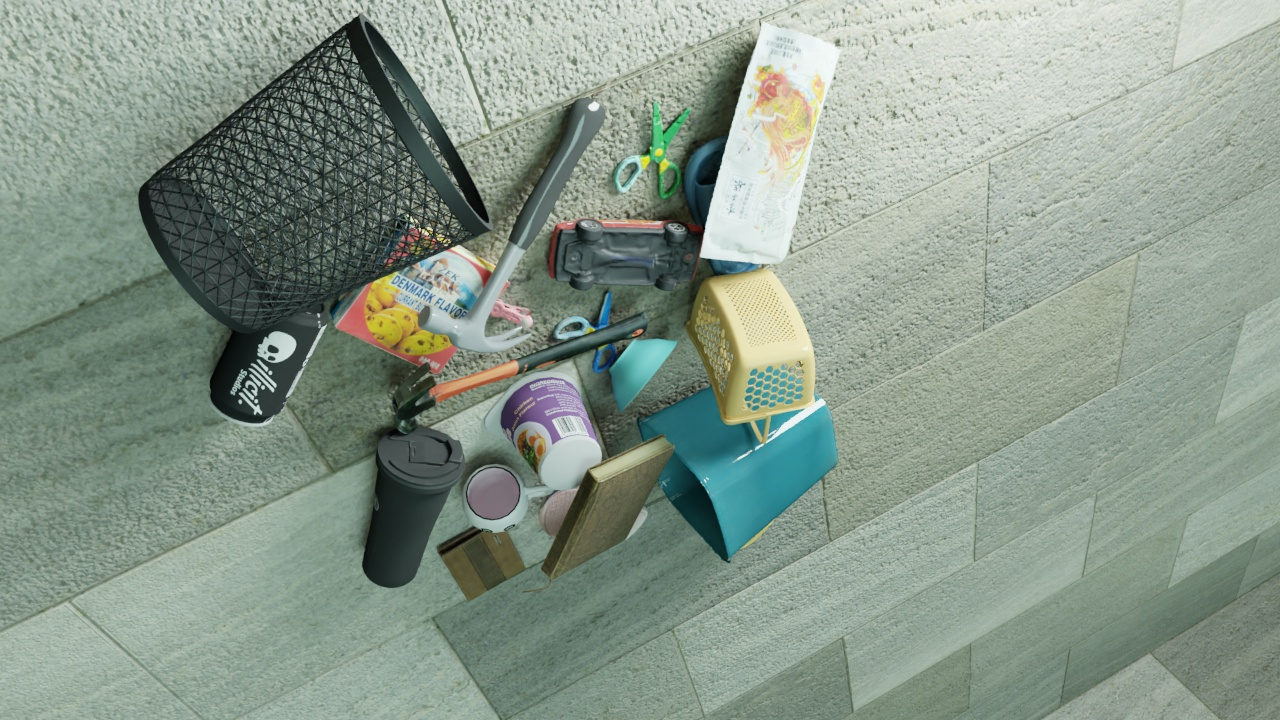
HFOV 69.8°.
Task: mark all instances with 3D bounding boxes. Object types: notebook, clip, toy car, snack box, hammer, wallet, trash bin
[{"bbox_3d":[-0.059,0.204,1.212,0.189,0.034,0.216,-22,147,-43],"label":"notebook"},{"bbox_3d":[-0.155,-0.059,1.112,0.058,0.049,0.023,28,109,4],"label":"clip"},{"bbox_3d":[-0.016,-0.130,1.110,0.189,0.056,0.082,-2,123,-20],"label":"toy car"},{"bbox_3d":[-0.247,-0.072,1.034,0.142,0.040,0.145,30,105,-41],"label":"snack box"},{"bbox_3d":[-0.140,0.003,1.125,0.332,0.033,0.133,-20,161,-20],"label":"hammer"},{"bbox_3d":[-0.227,0.288,1.324,0.098,0.027,0.121,-28,131,-12],"label":"wallet"},{"bbox_3d":[-0.123,-0.147,1.021,0.125,0.029,0.311,26,97,-41],"label":"hammer"},{"bbox_3d":[-0.298,-0.155,0.843,0.243,0.216,0.217,-30,133,2],"label":"trash bin"},{"bbox_3d":[0.146,0.129,1.311,0.218,0.199,0.197,-31,134,-14],"label":"trash bin"}]

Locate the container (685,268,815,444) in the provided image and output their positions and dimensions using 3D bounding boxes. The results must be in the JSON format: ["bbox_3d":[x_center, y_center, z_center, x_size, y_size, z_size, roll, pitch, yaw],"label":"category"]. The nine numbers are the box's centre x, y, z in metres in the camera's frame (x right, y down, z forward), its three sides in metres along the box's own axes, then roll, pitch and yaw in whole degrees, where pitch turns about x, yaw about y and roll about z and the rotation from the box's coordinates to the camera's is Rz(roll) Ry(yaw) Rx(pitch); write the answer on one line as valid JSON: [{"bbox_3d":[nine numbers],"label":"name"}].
[{"bbox_3d":[0.144,-0.005,1.192,0.129,0.183,0.167,-10,138,-10],"label":"container"}]

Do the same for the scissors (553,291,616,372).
[{"bbox_3d":[-0.055,-0.036,1.189,0.129,0.013,0.126,-5,127,-29],"label":"scissors"}]

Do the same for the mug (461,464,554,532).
[{"bbox_3d":[-0.176,0.181,1.223,0.124,0.090,0.076,-7,163,-6],"label":"mug"}]

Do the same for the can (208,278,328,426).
[{"bbox_3d":[-0.395,-0.008,0.972,0.080,0.080,0.146,19,112,-38],"label":"can"}]

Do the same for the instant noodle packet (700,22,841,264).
[{"bbox_3d":[0.158,-0.245,1.084,0.146,0.057,0.269,1,110,-37],"label":"instant noodle packet"}]

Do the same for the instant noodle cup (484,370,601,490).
[{"bbox_3d":[-0.117,0.099,1.178,0.136,0.122,0.122,-15,129,-19],"label":"instant noodle cup"}]

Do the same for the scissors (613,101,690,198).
[{"bbox_3d":[0.011,-0.243,1.072,0.116,0.012,0.130,-19,131,-16],"label":"scissors"}]

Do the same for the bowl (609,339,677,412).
[{"bbox_3d":[-0.007,0.007,1.206,0.046,0.121,0.121,39,102,-2],"label":"bowl"}]

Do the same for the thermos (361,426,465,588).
[{"bbox_3d":[-0.298,0.190,1.166,0.105,0.105,0.219,2,127,-30],"label":"thermos"}]

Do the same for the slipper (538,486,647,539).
[{"bbox_3d":[-0.069,0.222,1.342,0.107,0.055,0.221,-48,142,11],"label":"slipper"}]

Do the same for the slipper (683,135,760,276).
[{"bbox_3d":[0.118,-0.184,1.144,0.103,0.059,0.214,-29,134,-11],"label":"slipper"}]

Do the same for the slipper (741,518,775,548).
[{"bbox_3d":[0.194,0.188,1.453,0.263,0.078,0.099,-49,134,-12],"label":"slipper"}]
